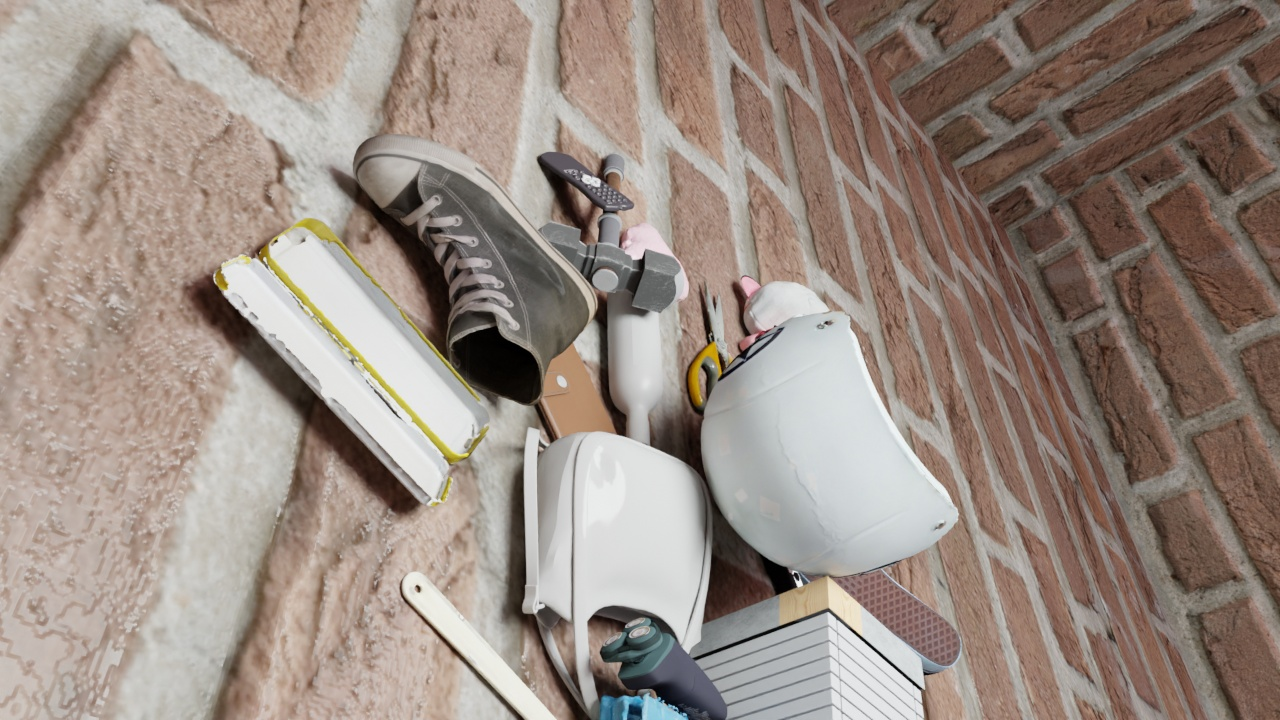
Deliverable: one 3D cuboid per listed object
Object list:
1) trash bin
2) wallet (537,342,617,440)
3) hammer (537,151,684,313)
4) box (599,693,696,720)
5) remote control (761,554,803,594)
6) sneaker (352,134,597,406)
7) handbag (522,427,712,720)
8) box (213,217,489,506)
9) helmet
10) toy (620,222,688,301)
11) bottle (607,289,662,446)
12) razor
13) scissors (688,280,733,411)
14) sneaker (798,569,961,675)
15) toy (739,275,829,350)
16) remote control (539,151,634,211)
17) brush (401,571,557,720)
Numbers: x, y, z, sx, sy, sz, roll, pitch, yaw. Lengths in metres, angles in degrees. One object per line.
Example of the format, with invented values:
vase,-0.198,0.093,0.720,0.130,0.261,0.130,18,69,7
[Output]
trash bin,0.132,0.328,0.716,0.142,0.143,0.246,43,34,-26
wallet,-0.069,0.020,0.823,0.087,0.013,0.121,-7,68,-58
hammer,-0.032,-0.165,0.992,0.156,0.043,0.321,15,33,-9
box,0.009,0.343,0.597,0.093,0.049,0.231,35,43,-34
remote control,0.148,0.224,0.947,0.015,0.032,0.136,0,63,-43
sneaker,-0.144,-0.072,0.728,0.235,0.095,0.119,48,38,-22
handbag,-0.028,0.174,0.714,0.215,0.096,0.222,27,55,-41
box,-0.193,0.000,0.640,0.209,0.039,0.129,51,22,-15
helmet,0.139,0.090,0.812,0.236,0.163,0.264,63,-3,3
toy,0.010,-0.105,1.014,0.102,0.050,0.093,55,33,2
bottle,-0.005,0.005,0.892,0.052,0.053,0.194,34,38,-36
razor,0.024,0.236,0.679,0.143,0.047,0.052,51,28,-35
scissors,0.102,0.001,1.090,0.162,0.016,0.225,44,34,-25
sneaker,0.224,0.262,1.003,0.241,0.098,0.083,39,55,5
toy,0.199,-0.028,1.163,0.142,0.084,0.212,13,35,-13
remote control,-0.059,-0.192,0.972,0.046,0.009,0.124,-14,45,-45
brush,-0.086,0.224,0.622,0.217,0.012,0.033,51,31,-11
